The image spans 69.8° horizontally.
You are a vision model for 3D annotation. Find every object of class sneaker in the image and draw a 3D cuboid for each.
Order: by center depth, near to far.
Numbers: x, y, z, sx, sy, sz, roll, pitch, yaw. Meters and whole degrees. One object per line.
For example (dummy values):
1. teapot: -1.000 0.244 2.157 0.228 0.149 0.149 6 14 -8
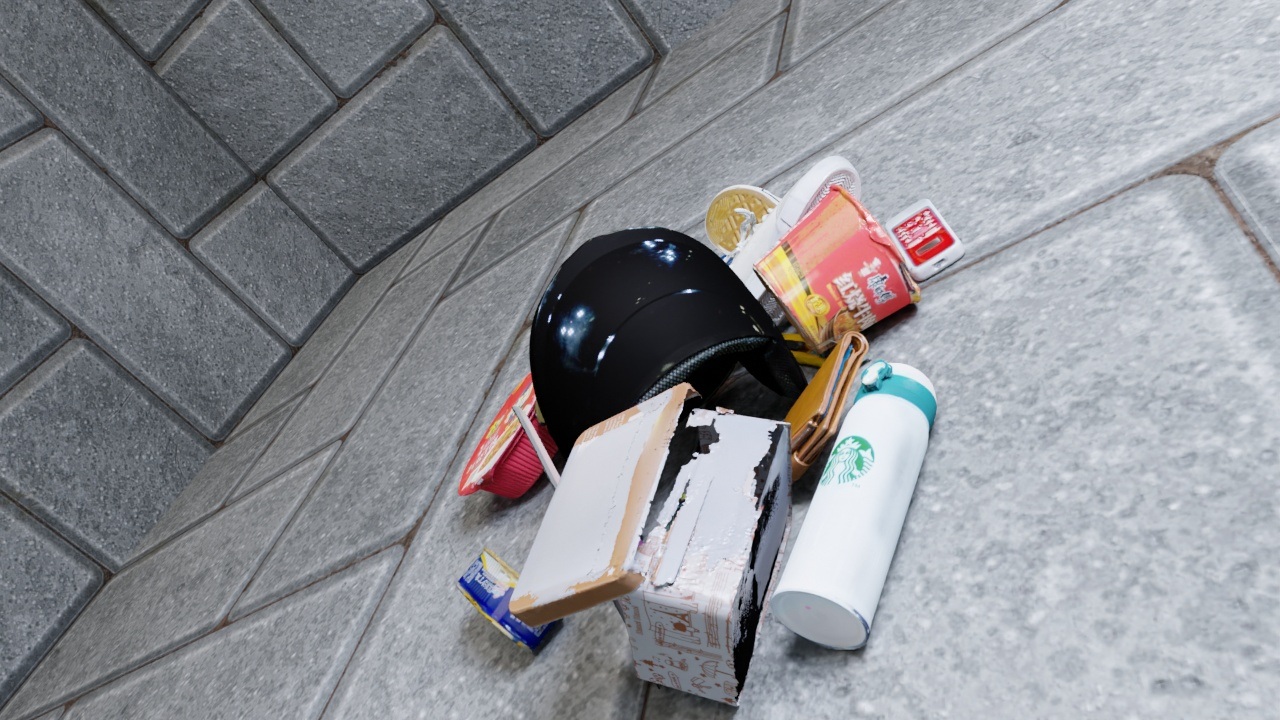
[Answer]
1. sneaker: 0.139 -0.117 0.973 0.243 0.089 0.090 -58 45 25
2. sneaker: 0.178 -0.141 1.057 0.241 0.087 0.118 22 95 45

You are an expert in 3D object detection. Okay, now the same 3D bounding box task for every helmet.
1. helmet: 0.009 0.001 0.875 0.233 0.230 0.275 -31 -7 -10

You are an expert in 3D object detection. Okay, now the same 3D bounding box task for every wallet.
1. wallet: 0.138 0.054 0.759 0.131 0.035 0.118 113 -178 -54

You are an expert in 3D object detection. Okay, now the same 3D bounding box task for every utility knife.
1. utility knife: 0.172 -0.011 0.918 0.033 0.015 0.165 -49 24 -13

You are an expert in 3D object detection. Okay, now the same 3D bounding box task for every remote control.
1. remote control: 0.288 -0.126 0.939 0.056 0.020 0.135 -34 23 19

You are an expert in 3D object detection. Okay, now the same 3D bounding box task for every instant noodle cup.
1. instant noodle cup: 0.179 -0.081 0.870 0.109 0.138 0.137 -37 22 7
2. instant noodle cup: -0.146 0.099 1.126 0.194 0.066 0.193 -51 14 17

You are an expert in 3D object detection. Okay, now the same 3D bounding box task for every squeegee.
1. squeegee: -0.064 0.177 0.833 0.040 0.247 0.250 -25 -11 -24

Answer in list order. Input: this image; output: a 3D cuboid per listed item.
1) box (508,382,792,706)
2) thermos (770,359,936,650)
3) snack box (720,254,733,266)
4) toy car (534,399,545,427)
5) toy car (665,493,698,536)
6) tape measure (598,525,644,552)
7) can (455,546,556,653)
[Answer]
1. box: 0.003 0.124 0.669 0.181 0.154 0.182 7 44 20
2. thermos: 0.162 0.093 0.667 0.073 0.073 0.223 -17 32 45
3. snack box: 0.107 -0.088 1.153 0.085 0.026 0.157 -36 23 13
4. toy car: -0.077 0.010 1.049 0.070 0.042 0.157 -27 30 44
5. toy car: 0.064 0.131 0.803 0.091 0.036 0.043 -32 23 24
6. tape measure: -0.026 0.173 0.870 0.057 0.039 0.057 -5 46 55
7. can: -0.129 0.229 0.886 0.049 0.074 0.148 -50 24 -15
